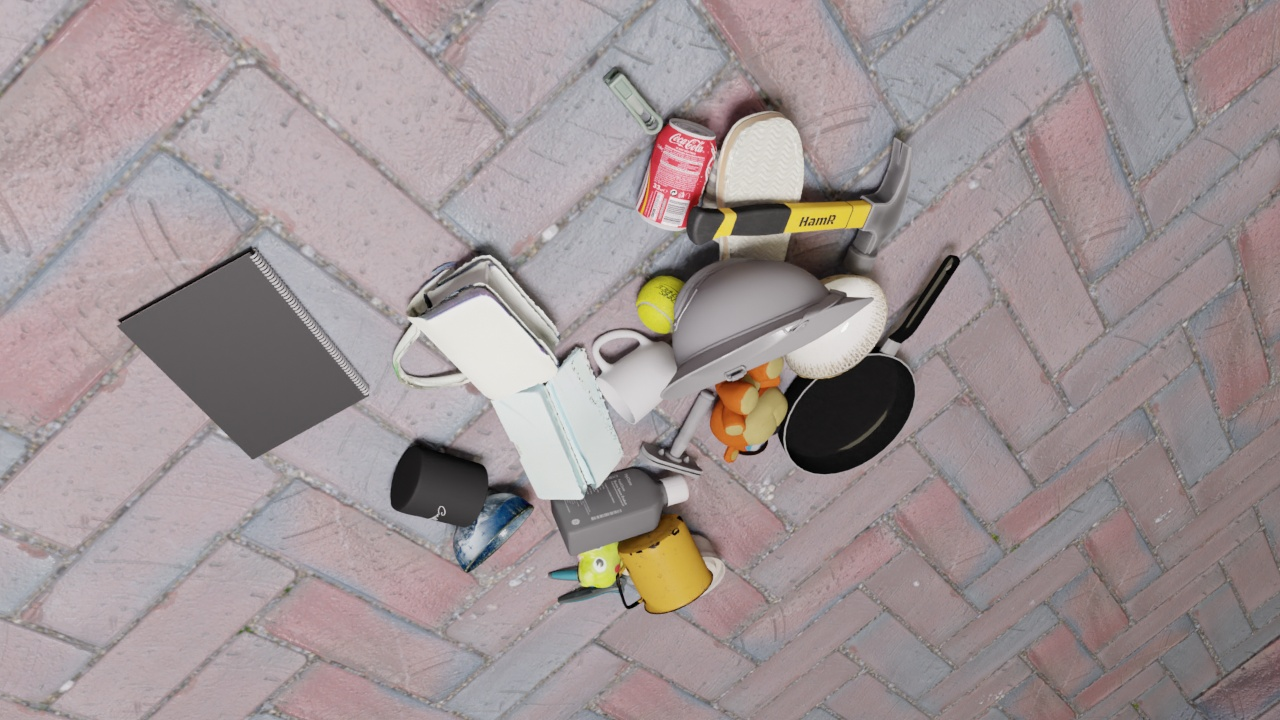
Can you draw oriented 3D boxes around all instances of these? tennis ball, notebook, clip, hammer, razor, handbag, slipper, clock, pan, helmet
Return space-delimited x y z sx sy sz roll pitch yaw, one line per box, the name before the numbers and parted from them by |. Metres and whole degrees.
tennis ball | 0.028 -0.064 1.051 0.065 0.065 0.065 -11 126 -16
notebook | -0.398 -0.001 0.944 0.149 0.016 0.207 -29 129 -1
clip | -0.007 -0.260 0.925 0.023 0.042 0.076 -41 127 9
hammer | 0.180 -0.162 1.014 0.323 0.034 0.170 -10 132 -36
razor | 0.062 0.091 1.193 0.088 0.047 0.116 19 106 -33
handbag | -0.193 -0.023 0.995 0.176 0.073 0.151 -25 130 19
slipper | 0.122 -0.157 1.034 0.114 0.054 0.273 -19 137 -15
clock | 0.059 0.282 1.309 0.103 0.061 0.157 -24 136 -3
pan | 0.315 0.006 1.237 0.204 0.044 0.356 14 116 -30
helmet | 0.118 -0.059 1.006 0.270 0.117 0.184 -22 169 -24

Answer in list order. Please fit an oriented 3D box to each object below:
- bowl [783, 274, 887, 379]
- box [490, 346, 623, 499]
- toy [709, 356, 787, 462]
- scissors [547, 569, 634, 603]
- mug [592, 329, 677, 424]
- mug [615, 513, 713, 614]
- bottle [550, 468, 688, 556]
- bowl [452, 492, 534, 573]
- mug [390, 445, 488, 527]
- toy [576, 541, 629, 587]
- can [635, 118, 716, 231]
bowl | 0.230 -0.054 1.146 0.145 0.063 0.145 -10 126 -15
box | -0.097 0.083 1.118 0.126 0.074 0.198 -37 135 -21
toy | 0.134 0.060 1.160 0.112 0.096 0.176 -51 166 -26
scissors | -0.061 0.312 1.285 0.155 0.019 0.125 24 124 -18
mug | -0.006 0.006 1.092 0.089 0.071 0.107 -39 101 -15
mug | 0.020 0.269 1.200 0.123 0.101 0.094 -30 101 -19
bottle | -0.023 0.187 1.193 0.173 0.083 0.046 -14 129 -16
bowl | -0.192 0.201 1.134 0.114 0.061 0.114 -44 173 -7
mug | -0.248 0.156 1.087 0.088 0.078 0.114 22 138 -33
toy | -0.036 0.258 1.246 0.117 0.043 0.092 -4 80 -30
can | 0.038 -0.195 0.965 0.064 0.064 0.105 5 120 -26
